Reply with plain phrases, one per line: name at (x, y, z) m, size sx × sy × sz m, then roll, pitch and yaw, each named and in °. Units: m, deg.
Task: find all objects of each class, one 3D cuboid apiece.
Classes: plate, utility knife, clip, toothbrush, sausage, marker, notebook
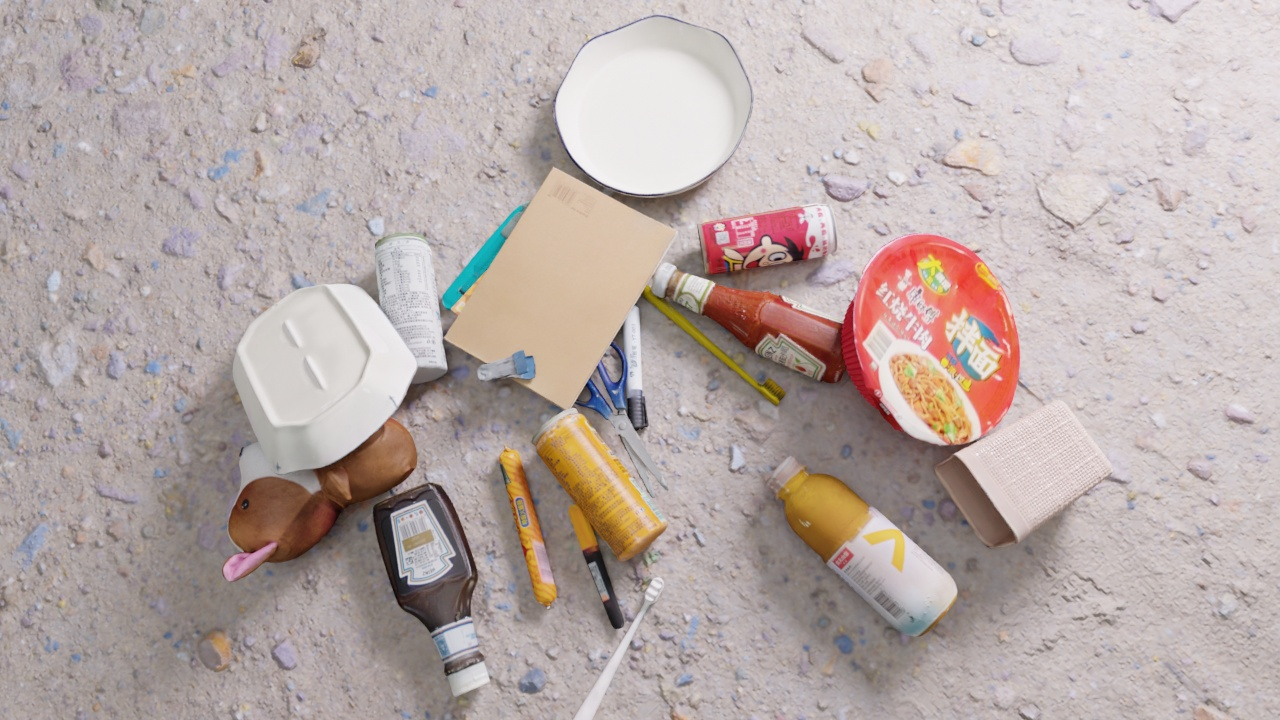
plate at (-0.311, 0.001, 0.869) m, size 0.162 × 0.034 × 0.266 m, roll -38°, pitch 42°, yaw -8°
utility knife at (-0.155, -0.112, 0.963) m, size 0.029 × 0.013 × 0.151 m, roll 36°, pitch 82°, yaw 15°
clip at (-0.132, 0.008, 0.891) m, size 0.058 × 0.045 × 0.027 m, roll -10°, pitch 80°, yaw 14°
toothbrush at (-0.026, 0.282, 0.850) m, size 0.016 × 0.016 × 0.180 m, roll 28°, pitch 81°, yaw 14°
sausage at (-0.109, 0.159, 0.886) m, size 0.021 × 0.021 × 0.165 m, roll -18°, pitch 75°, yaw 1°
marker at (-0.005, 0.005, 0.916) m, size 0.022 × 0.018 × 0.130 m, roll 1°, pitch 76°, yaw -14°
marker at (-0.041, 0.195, 0.874) m, size 0.018 × 0.015 × 0.123 m, roll -32°, pitch 72°, yaw 37°
notebook at (-0.080, -0.075, 0.918) m, size 0.149 × 0.012 × 0.211 m, roll 30°, pitch 82°, yaw 11°
plate at (0.014, -0.262, 0.966) m, size 0.205 × 0.045 × 0.204 m, roll -2°, pitch 76°, yaw 7°
toothbrush at (0.068, -0.021, 0.915) m, size 0.190 × 0.016 × 0.016 m, roll 40°, pitch 79°, yaw 14°

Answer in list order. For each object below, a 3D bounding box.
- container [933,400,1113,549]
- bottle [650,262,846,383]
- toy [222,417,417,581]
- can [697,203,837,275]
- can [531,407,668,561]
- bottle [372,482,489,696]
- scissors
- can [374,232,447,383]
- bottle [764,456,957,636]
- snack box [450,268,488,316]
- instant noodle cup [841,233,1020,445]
container at (0.342, 0.100, 0.821) m, size 0.111 × 0.090 × 0.090 m, roll -30°, pitch 75°, yaw -6°
bottle at (0.108, -0.042, 0.895) m, size 0.206 × 0.060 × 0.059 m, roll 24°, pitch 80°, yaw 11°
toy at (-0.315, 0.114, 0.871) m, size 0.199 × 0.140 × 0.130 m, roll -45°, pitch 103°, yaw -2°
can at (0.126, -0.121, 0.914) m, size 0.133 × 0.053 × 0.053 m, roll -9°, pitch 75°, yaw 4°
can at (-0.039, 0.117, 0.870) m, size 0.058 × 0.058 × 0.146 m, roll -38°, pitch 75°, yaw -4°
bottle at (-0.191, 0.217, 0.870) m, size 0.080 × 0.044 × 0.194 m, roll -23°, pitch 76°, yaw 0°
scissors at (-0.030, 0.062, 0.895) m, size 0.125 × 0.012 × 0.173 m, roll -8°, pitch 75°, yaw 19°
can at (-0.234, -0.052, 0.933) m, size 0.058 × 0.058 × 0.146 m, roll -12°, pitch 75°, yaw 3°
bottle at (0.194, 0.163, 0.829) m, size 0.189 × 0.068 × 0.068 m, roll 42°, pitch 84°, yaw 14°
snack box at (-0.113, -0.083, 0.943) m, size 0.077 × 0.027 × 0.155 m, roll 40°, pitch 84°, yaw 12°
instant noodle cup at (0.254, -0.016, 0.841) m, size 0.193 × 0.066 × 0.193 m, roll 5°, pitch 78°, yaw -25°
